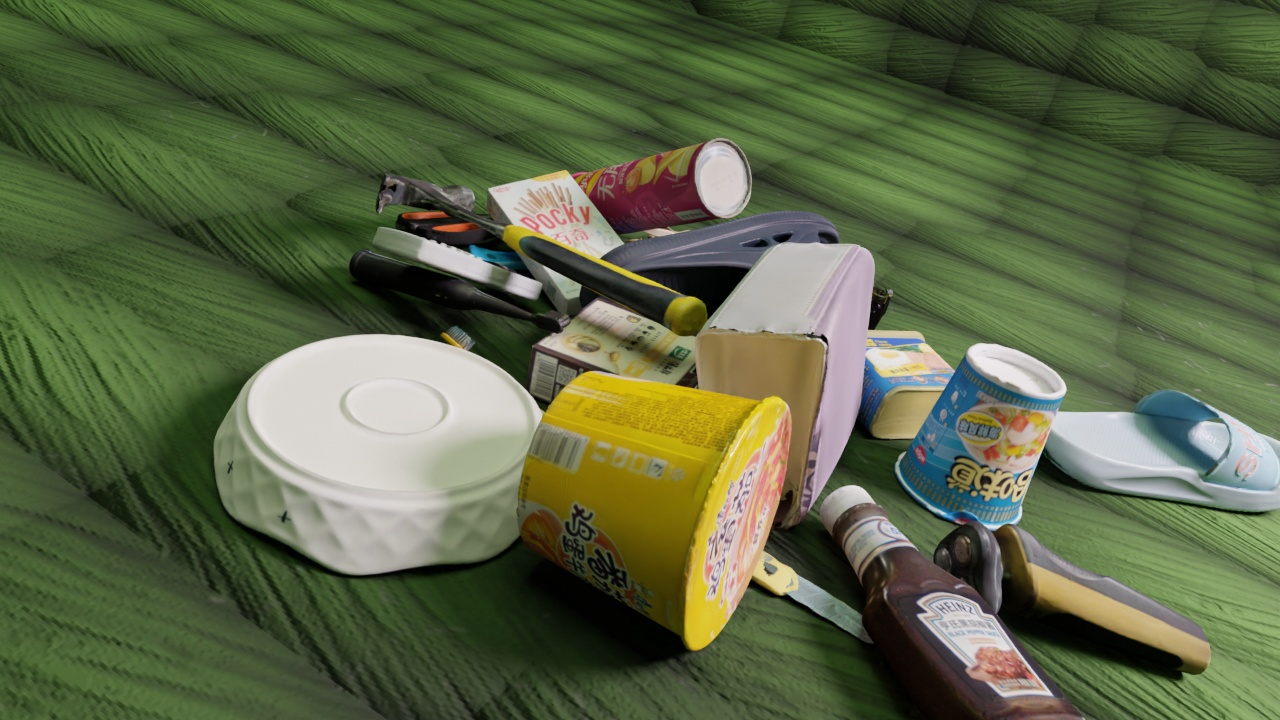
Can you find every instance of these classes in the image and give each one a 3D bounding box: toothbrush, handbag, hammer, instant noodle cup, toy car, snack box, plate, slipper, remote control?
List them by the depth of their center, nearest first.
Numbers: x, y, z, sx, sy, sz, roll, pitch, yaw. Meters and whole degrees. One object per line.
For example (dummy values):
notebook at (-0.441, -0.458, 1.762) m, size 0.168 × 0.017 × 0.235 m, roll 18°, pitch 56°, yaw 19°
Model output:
instant noodle cup at (0.006, 0.072, 0.500) m, size 0.110 × 0.138 × 0.137 m, roll 17°, pitch 27°, yaw 24°
plate at (-0.150, 0.044, 0.559) m, size 0.205 × 0.046 × 0.204 m, roll 12°, pitch 29°, yaw -7°
handbag at (0.103, 0.010, 0.641) m, size 0.099 × 0.145 × 0.196 m, roll 2°, pitch 22°, yaw 23°
toothbrush at (-0.086, 0.023, 0.654) m, size 0.191 × 0.016 × 0.018 m, roll 35°, pitch 79°, yaw 35°
instant noodle cup at (0.252, 0.051, 0.667) m, size 0.099 × 0.110 × 0.099 m, roll 12°, pitch 28°, yaw -7°
snack box at (-0.004, 0.004, 0.691) m, size 0.126 × 0.053 × 0.113 m, roll 22°, pitch 29°, yaw 14°
toothbrush at (-0.144, -0.053, 0.715) m, size 0.213 × 0.026 × 0.027 m, roll 17°, pitch 32°, yaw 28°
hammer at (-0.088, -0.090, 0.726) m, size 0.323 × 0.032 × 0.126 m, roll 27°, pitch 15°, yaw 32°
remote control at (-0.142, -0.077, 0.738) m, size 0.058 × 0.021 × 0.150 m, roll 18°, pitch 1°, yaw 32°
slipper at (0.447, 0.066, 0.772) m, size 0.245 × 0.074 × 0.104 m, roll 6°, pitch 28°, yaw -13°
slipper at (0.077, -0.060, 0.813) m, size 0.267 × 0.111 × 0.083 m, roll -11°, pitch 54°, yaw -30°
toy car at (0.177, -0.031, 0.825) m, size 0.041 × 0.071 × 0.155 m, roll 36°, pitch 32°, yaw 27°
snack box at (-0.070, -0.110, 0.840) m, size 0.084 × 0.027 × 0.156 m, roll -20°, pitch 57°, yaw -27°

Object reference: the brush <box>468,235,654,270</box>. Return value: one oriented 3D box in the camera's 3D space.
brush at (-0.037, -0.096, 0.882) m, size 0.254 × 0.046 × 0.083 m, roll -1°, pitch 36°, yaw -19°

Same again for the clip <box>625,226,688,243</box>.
clip at (0.034, -0.125, 0.971) m, size 0.100 × 0.035 × 0.071 m, roll 6°, pitch 28°, yaw -34°

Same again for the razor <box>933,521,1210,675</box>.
razor at (0.265, 0.151, 0.564) m, size 0.167 × 0.062 × 0.067 m, roll 22°, pitch 59°, yaw 2°

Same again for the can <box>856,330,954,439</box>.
can at (0.214, 0.020, 0.764) m, size 0.102 × 0.057 × 0.083 m, roll 1°, pitch 33°, yaw -24°

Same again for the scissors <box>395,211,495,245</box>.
scissors at (-0.123, -0.132, 0.906) m, size 0.234 × 0.022 × 0.142 m, roll -4°, pitch 22°, yaw -26°

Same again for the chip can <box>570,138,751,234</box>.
chip can at (0.007, -0.159, 0.873) m, size 0.071 × 0.071 × 0.211 m, roll -11°, pitch 7°, yaw -39°

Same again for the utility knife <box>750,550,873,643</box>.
utility knife at (0.056, 0.115, 0.562) m, size 0.211 × 0.022 × 0.030 m, roll 34°, pitch 39°, yaw 15°

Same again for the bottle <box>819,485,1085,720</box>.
bottle at (0.163, 0.144, 0.527) m, size 0.079 × 0.044 × 0.194 m, roll 9°, pitch 27°, yaw -25°
